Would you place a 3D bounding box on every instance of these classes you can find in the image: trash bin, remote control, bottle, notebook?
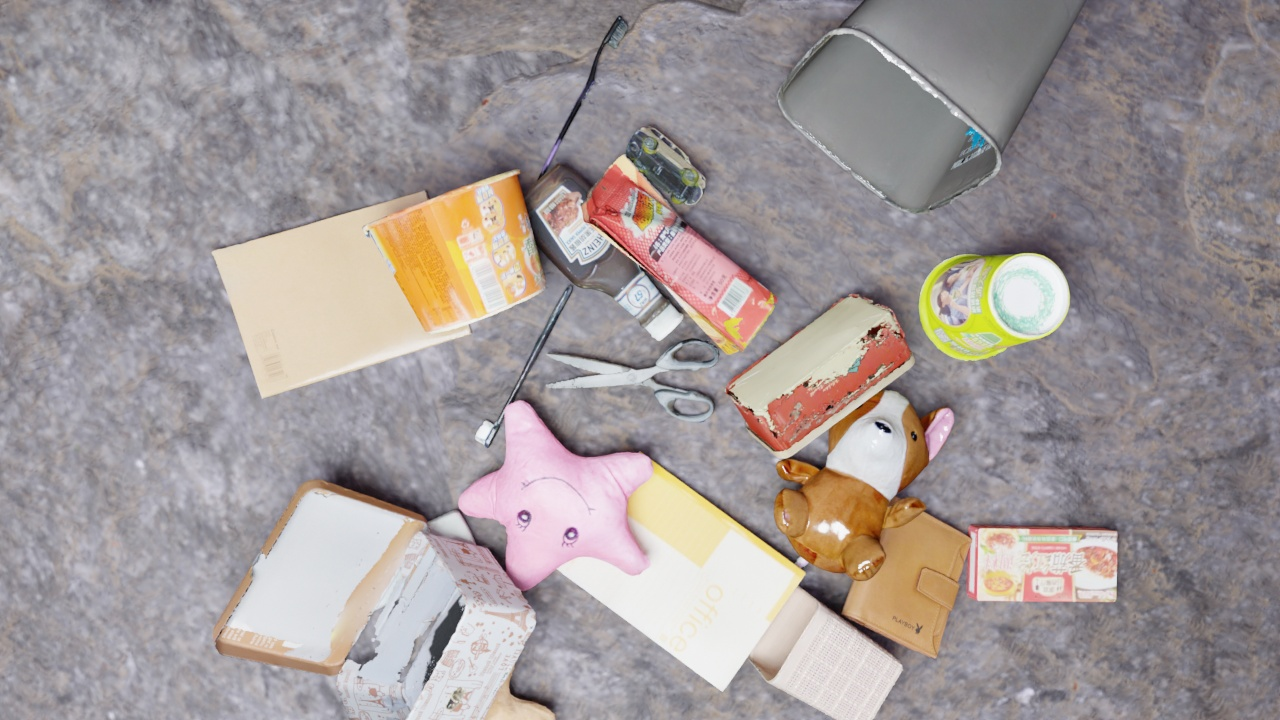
[{"bbox_3d":[0.284,-0.292,0.872,0.198,0.199,0.219,39,79,-5],"label":"trash bin"},{"bbox_3d":[-0.233,0.199,0.889,0.150,0.021,0.058,-23,98,-5],"label":"remote control"},{"bbox_3d":[-0.036,-0.101,0.904,0.080,0.044,0.195,-44,94,-7],"label":"bottle"},{"bbox_3d":[-0.289,-0.065,0.894,0.211,0.012,0.149,-18,92,-6],"label":"notebook"},{"bbox_3d":[0.039,0.208,0.911,0.206,0.010,0.146,36,87,3],"label":"notebook"}]

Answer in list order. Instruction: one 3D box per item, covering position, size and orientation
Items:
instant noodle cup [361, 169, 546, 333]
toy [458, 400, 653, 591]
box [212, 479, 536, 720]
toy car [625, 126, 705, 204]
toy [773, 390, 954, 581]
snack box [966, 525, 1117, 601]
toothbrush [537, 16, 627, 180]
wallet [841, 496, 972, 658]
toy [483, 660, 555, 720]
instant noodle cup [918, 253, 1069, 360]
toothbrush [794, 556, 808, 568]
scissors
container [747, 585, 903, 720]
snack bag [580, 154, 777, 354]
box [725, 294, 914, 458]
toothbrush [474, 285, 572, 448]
[{"bbox_3d":[-0.161,-0.097,0.839,0.151,0.151,0.111,-22,102,-6],"label":"instant noodle cup"},{"bbox_3d":[-0.076,0.149,0.878,0.194,0.074,0.178,25,97,3],"label":"toy"},{"bbox_3d":[-0.228,0.238,0.796,0.205,0.158,0.181,29,96,-35],"label":"box"},{"bbox_3d":[0.028,-0.193,0.912,0.090,0.042,0.035,42,63,2],"label":"toy car"},{"bbox_3d":[0.211,0.105,0.886,0.140,0.131,0.199,31,68,16],"label":"toy"},{"bbox_3d":[0.416,0.211,0.951,0.153,0.025,0.075,2,88,-6],"label":"snack box"},{"bbox_3d":[-0.059,-0.260,0.920,0.016,0.014,0.189,27,87,-17],"label":"toothbrush"},{"bbox_3d":[0.269,0.216,0.919,0.108,0.031,0.131,29,72,-9],"label":"wallet"},{"bbox_3d":[-0.148,0.366,0.871,0.143,0.082,0.226,-13,87,-11],"label":"toy"},{"bbox_3d":[0.351,-0.057,0.900,0.111,0.123,0.111,0,89,-6],"label":"instant noodle cup"},{"bbox_3d":[0.202,0.167,0.934,0.189,0.020,0.029,-42,50,-5],"label":"toothbrush"},{"bbox_3d":[-0.001,0.019,0.911,0.163,0.014,0.165,-37,105,12],"label":"scissors"},{"bbox_3d":[0.182,0.292,0.897,0.111,0.090,0.090,33,86,-7],"label":"container"},{"bbox_3d":[0.035,-0.100,0.879,0.208,0.128,0.073,41,125,-10],"label":"snack bag"},{"bbox_3d":[0.170,0.008,0.889,0.168,0.091,0.077,-36,116,-5],"label":"box"},{"bbox_3d":[-0.114,0.004,0.908,0.018,0.015,0.181,29,87,4],"label":"toothbrush"}]
